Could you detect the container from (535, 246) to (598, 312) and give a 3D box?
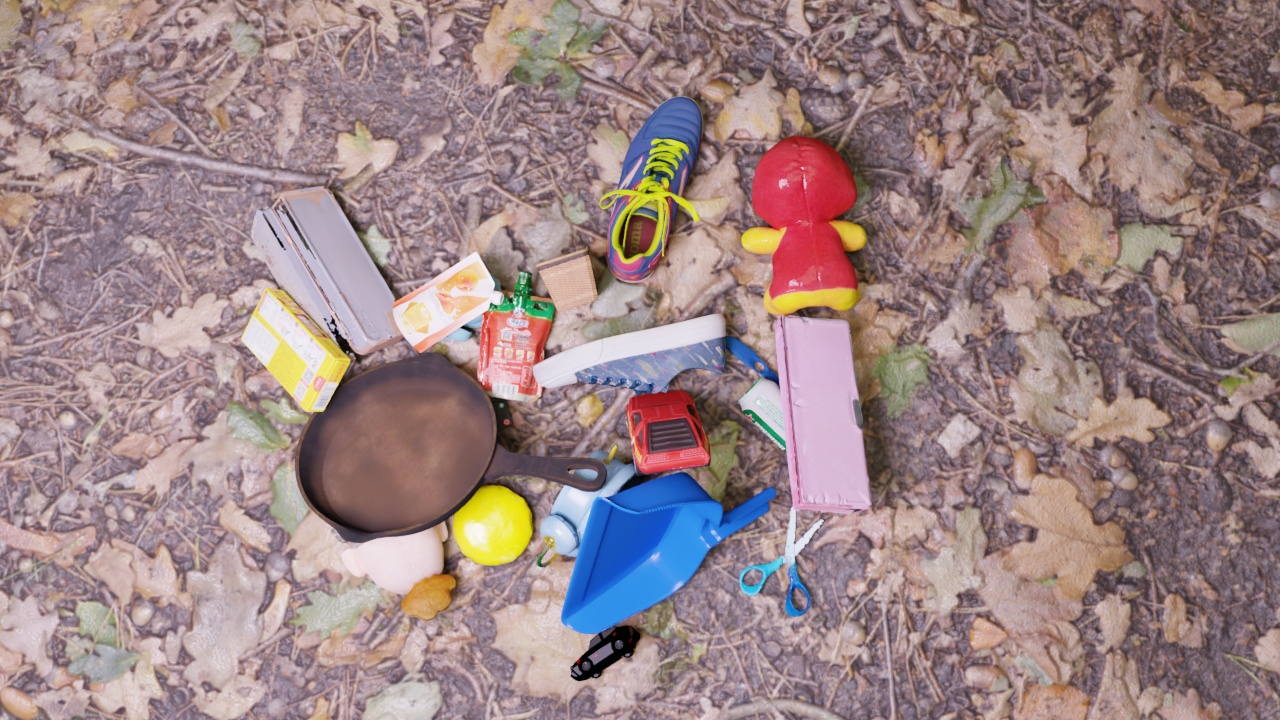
[{"bbox_3d":[-0.083,-0.094,1.080,0.063,0.114,0.061,-18,97,-2],"label":"container"}]

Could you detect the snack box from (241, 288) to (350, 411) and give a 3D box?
[{"bbox_3d":[-0.404,-0.013,1.071,0.152,0.025,0.075,39,106,26],"label":"snack box"}]

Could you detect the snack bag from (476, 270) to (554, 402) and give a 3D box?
[{"bbox_3d":[-0.148,-0.030,1.091,0.087,0.044,0.155,7,91,-22],"label":"snack bag"}]

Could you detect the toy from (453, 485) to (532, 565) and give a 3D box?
[{"bbox_3d":[-0.174,0.194,1.078,0.094,0.041,0.095,-35,84,-8],"label":"toy"}]

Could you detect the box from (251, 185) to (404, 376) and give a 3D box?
[{"bbox_3d":[-0.370,-0.100,1.103,0.107,0.095,0.216,-30,85,-25],"label":"box"}]

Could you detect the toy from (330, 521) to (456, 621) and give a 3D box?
[{"bbox_3d":[-0.273,0.216,1.060,0.132,0.076,0.176,-25,81,-16],"label":"toy"}]

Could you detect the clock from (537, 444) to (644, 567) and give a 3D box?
[{"bbox_3d":[-0.060,0.173,1.044,0.060,0.118,0.162,34,78,15],"label":"clock"}]

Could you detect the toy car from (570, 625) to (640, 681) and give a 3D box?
[{"bbox_3d":[-0.043,0.337,1.063,0.091,0.042,0.036,-32,59,-3],"label":"toy car"}]

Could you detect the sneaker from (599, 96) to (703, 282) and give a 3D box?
[{"bbox_3d":[0.024,-0.211,1.097,0.116,0.091,0.241,16,83,4],"label":"sneaker"}]

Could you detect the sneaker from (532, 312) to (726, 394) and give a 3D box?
[{"bbox_3d":[-0.006,0.006,1.078,0.235,0.087,0.079,-14,91,-6],"label":"sneaker"}]

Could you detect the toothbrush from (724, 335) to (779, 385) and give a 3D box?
[{"bbox_3d":[0.151,0.014,1.109,0.132,0.016,0.021,41,81,4],"label":"toothbrush"}]

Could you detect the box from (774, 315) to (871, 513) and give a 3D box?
[{"bbox_3d":[0.207,0.057,1.046,0.098,0.046,0.232,9,64,-19],"label":"box"}]

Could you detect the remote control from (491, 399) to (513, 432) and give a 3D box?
[{"bbox_3d":[-0.217,0.082,1.105,0.124,0.010,0.039,-18,84,-2],"label":"remote control"}]

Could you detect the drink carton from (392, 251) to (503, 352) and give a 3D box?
[{"bbox_3d":[-0.224,-0.068,1.070,0.122,0.039,0.069,-31,84,8],"label":"drink carton"}]

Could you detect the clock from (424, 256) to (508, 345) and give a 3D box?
[{"bbox_3d":[-0.223,-0.067,1.111,0.123,0.042,0.087,-33,85,2],"label":"clock"}]

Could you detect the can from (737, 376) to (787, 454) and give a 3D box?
[{"bbox_3d":[0.166,0.069,1.084,0.101,0.053,0.053,43,85,4],"label":"can"}]

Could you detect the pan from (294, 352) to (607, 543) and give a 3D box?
[{"bbox_3d":[-0.209,0.111,1.030,0.356,0.043,0.248,8,55,12],"label":"pan"}]

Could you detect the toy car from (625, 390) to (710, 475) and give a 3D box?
[{"bbox_3d":[0.028,0.076,1.024,0.081,0.189,0.056,-7,108,-3],"label":"toy car"}]

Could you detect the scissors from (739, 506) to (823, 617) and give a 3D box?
[{"bbox_3d":[0.185,0.241,1.088,0.103,0.015,0.133,41,81,8],"label":"scissors"}]

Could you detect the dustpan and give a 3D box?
[{"bbox_3d":[0.046,0.190,1.028,0.256,0.246,0.059,-24,56,-34],"label":"dustpan"}]

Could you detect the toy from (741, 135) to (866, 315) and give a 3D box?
[{"bbox_3d":[0.198,-0.164,1.092,0.147,0.099,0.216,-6,89,-8],"label":"toy"}]
